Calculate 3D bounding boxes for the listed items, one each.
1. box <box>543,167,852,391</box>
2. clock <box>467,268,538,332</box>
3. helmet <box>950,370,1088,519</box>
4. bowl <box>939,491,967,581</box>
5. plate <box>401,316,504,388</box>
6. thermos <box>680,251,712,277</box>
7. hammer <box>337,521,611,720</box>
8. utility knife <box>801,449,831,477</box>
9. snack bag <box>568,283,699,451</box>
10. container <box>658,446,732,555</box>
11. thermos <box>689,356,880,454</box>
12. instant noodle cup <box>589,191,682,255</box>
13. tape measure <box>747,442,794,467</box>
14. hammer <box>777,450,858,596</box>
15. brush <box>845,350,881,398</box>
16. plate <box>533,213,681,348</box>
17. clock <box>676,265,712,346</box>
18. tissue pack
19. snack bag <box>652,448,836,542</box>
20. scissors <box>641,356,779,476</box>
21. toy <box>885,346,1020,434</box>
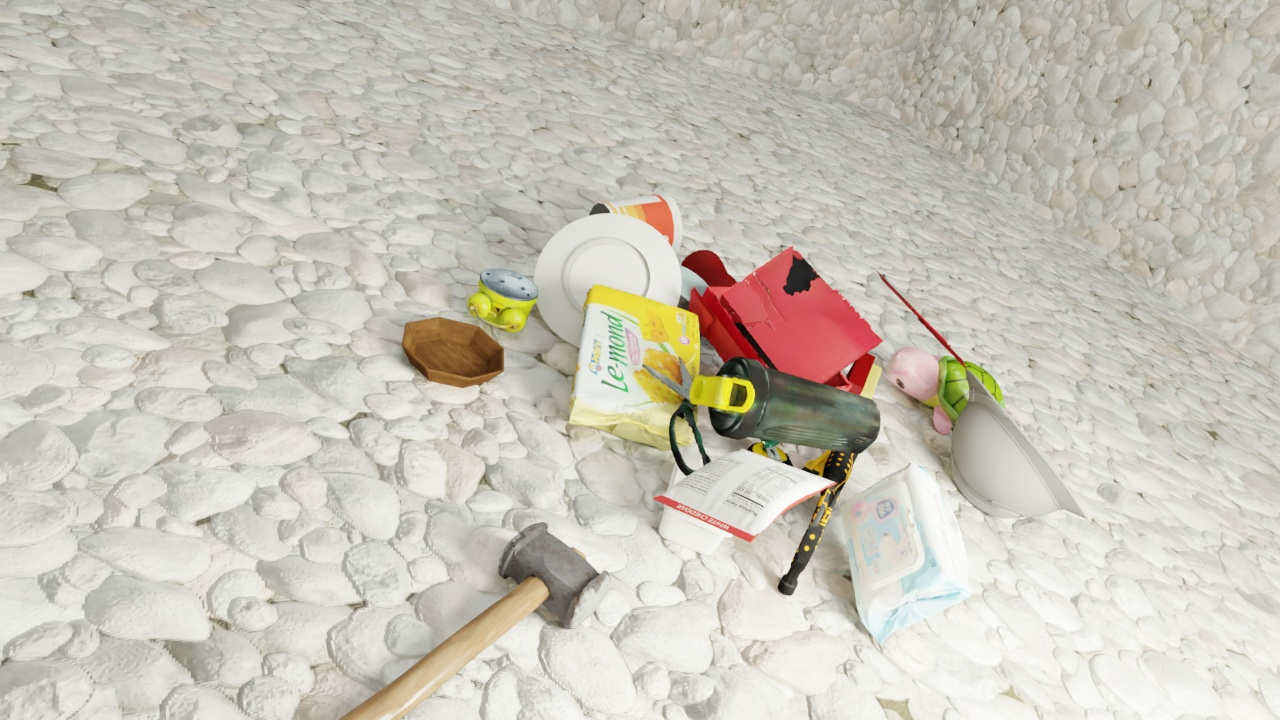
[{"bbox_3d":[0.087,-0.071,1.112,0.478,0.171,0.214,45,11,-53],"label":"box"},{"bbox_3d":[-0.187,-0.079,1.241,0.083,0.057,0.118,22,28,-2],"label":"clock"},{"bbox_3d":[0.498,0.144,1.297,0.183,0.118,0.271,40,17,-43],"label":"helmet"},{"bbox_3d":[0.342,0.215,1.087,0.050,0.115,0.114,-13,33,2],"label":"bowl"},{"bbox_3d":[-0.230,-0.007,1.121,0.131,0.025,0.131,17,29,-10],"label":"plate"},{"bbox_3d":[0.110,-0.100,1.465,0.108,0.084,0.198,-5,33,-11],"label":"thermos"},{"bbox_3d":[-0.149,0.238,0.755,0.098,0.052,0.327,34,34,19],"label":"hammer"},{"bbox_3d":[0.278,0.124,1.276,0.030,0.019,0.224,44,31,17],"label":"utility knife"},{"bbox_3d":[-0.007,0.007,1.173,0.159,0.068,0.246,15,44,-10],"label":"snack bag"},{"bbox_3d":[0.065,0.159,1.026,0.081,0.050,0.129,23,29,0],"label":"container"},{"bbox_3d":[0.175,0.057,1.080,0.220,0.098,0.098,14,30,-23],"label":"thermos"},{"bbox_3d":[-0.015,-0.220,1.545,0.121,0.124,0.123,-8,40,-31],"label":"instant noodle cup"},{"bbox_3d":[0.161,0.129,1.160,0.061,0.034,0.061,4,32,-31],"label":"tape measure"},{"bbox_3d":[0.226,0.156,1.095,0.036,0.123,0.319,26,24,12],"label":"hammer"},{"bbox_3d":[0.317,0.049,1.354,0.042,0.082,0.173,28,29,10],"label":"brush"},{"bbox_3d":[-0.047,-0.112,1.285,0.208,0.208,0.015,27,-13,8],"label":"plate"},{"bbox_3d":[0.059,-0.077,1.350,0.159,0.123,0.045,40,59,-7],"label":"clock"},{"bbox_3d":[0.284,0.207,1.005,0.070,0.112,0.181,41,31,-28],"label":"tissue pack"},{"bbox_3d":[0.110,0.134,0.962,0.143,0.039,0.131,-23,28,-39],"label":"snack bag"},{"bbox_3d":[0.077,0.076,1.084,0.201,0.015,0.203,31,36,-6],"label":"scissors"},{"bbox_3d":[0.509,0.045,1.493,0.238,0.088,0.189,25,46,-5],"label":"toy"}]
